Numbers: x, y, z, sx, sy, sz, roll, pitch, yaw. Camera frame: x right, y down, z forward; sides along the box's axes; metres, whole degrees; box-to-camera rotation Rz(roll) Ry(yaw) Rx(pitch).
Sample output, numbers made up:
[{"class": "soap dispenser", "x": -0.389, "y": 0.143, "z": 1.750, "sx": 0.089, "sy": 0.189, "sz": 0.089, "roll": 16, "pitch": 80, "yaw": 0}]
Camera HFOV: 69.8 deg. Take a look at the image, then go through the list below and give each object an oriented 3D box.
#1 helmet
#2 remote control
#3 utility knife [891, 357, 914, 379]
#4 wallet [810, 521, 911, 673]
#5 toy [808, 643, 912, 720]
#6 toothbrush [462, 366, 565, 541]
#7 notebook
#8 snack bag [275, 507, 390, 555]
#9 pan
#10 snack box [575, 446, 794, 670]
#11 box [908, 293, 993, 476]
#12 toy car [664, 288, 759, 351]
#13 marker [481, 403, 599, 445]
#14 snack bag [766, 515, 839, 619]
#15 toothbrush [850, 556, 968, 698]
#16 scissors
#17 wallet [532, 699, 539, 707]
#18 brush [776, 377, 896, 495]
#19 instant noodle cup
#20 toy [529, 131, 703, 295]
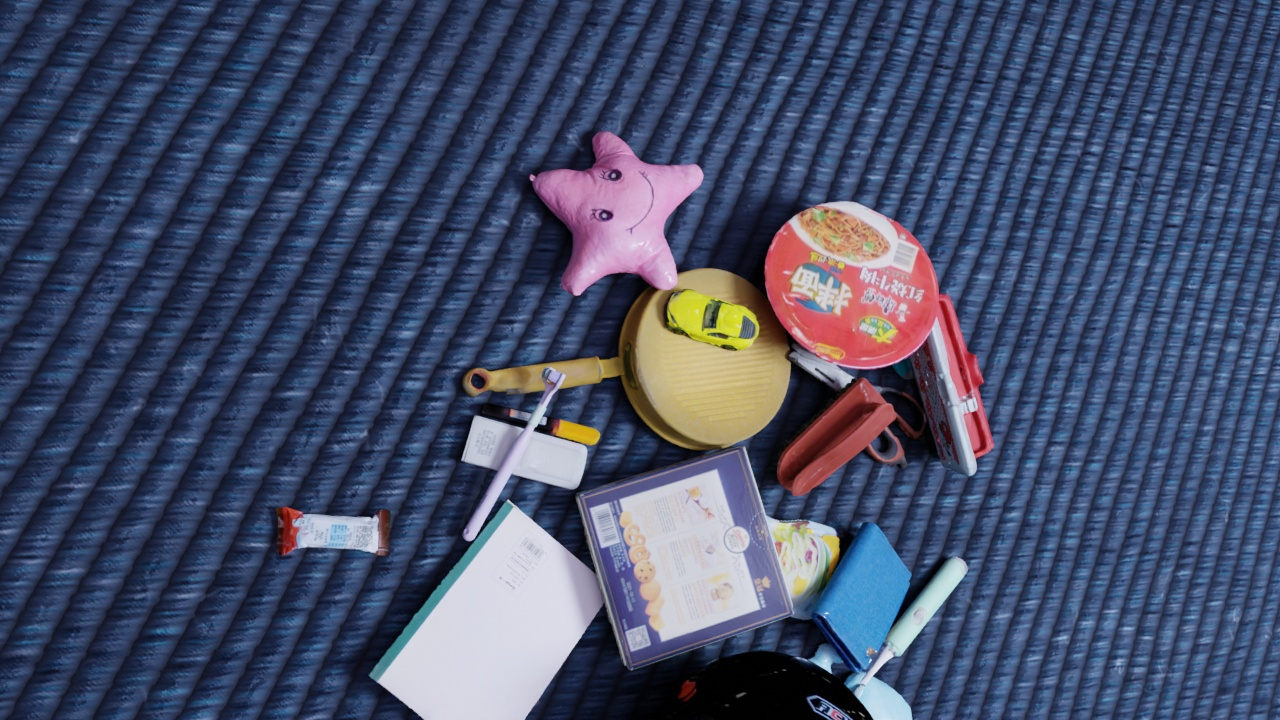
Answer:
[{"class": "helmet", "x": 0.119, "y": 0.386, "z": 0.860, "sx": 0.233, "sy": 0.276, "sz": 0.229, "roll": 37, "pitch": 45, "yaw": 5}, {"class": "remote control", "x": -0.116, "y": 0.095, "z": 0.934, "sx": 0.125, "sy": 0.024, "sz": 0.049, "roll": 17, "pitch": 79, "yaw": -16}, {"class": "utility knife", "x": 0.276, "y": -0.049, "z": 1.086, "sx": 0.029, "sy": 0.013, "sz": 0.179, "roll": -36, "pitch": 98, "yaw": -22}, {"class": "wallet", "x": 0.245, "y": 0.261, "z": 1.012, "sx": 0.132, "sy": 0.040, "sz": 0.106, "roll": -50, "pitch": 117, "yaw": -29}, {"class": "toy", "x": 0.238, "y": 0.393, "z": 1.010, "sx": 0.156, "sy": 0.050, "sz": 0.161, "roll": -1, "pitch": 75, "yaw": -13}, {"class": "toothbrush", "x": -0.127, "y": 0.093, "z": 0.906, "sx": 0.021, "sy": 0.029, "sz": 0.189, "roll": 32, "pitch": 84, "yaw": -49}, {"class": "notebook", "x": -0.140, "y": 0.264, "z": 0.900, "sx": 0.150, "sy": 0.012, "sz": 0.208, "roll": 43, "pitch": 66, "yaw": -11}, {"class": "snack bag", "x": -0.290, "y": 0.162, "z": 0.866, "sx": 0.104, "sy": 0.026, "sz": 0.048, "roll": 2, "pitch": 90, "yaw": -19}, {"class": "pan", "x": -0.006, "y": 0.006, "z": 0.970, "sx": 0.356, "sy": 0.078, "sz": 0.197, "roll": -5, "pitch": 83, "yaw": -26}, {"class": "snack box", "x": 0.044, "y": 0.198, "z": 0.940, "sx": 0.182, "sy": 0.046, "sz": 0.178, "roll": -15, "pitch": 84, "yaw": -11}, {"class": "box", "x": 0.352, "y": 0.026, "z": 1.064, "sx": 0.154, "sy": 0.074, "sz": 0.201, "roll": -17, "pitch": 91, "yaw": -60}, {"class": "toy car", "x": 0.076, "y": -0.043, "z": 0.953, "sx": 0.105, "sy": 0.032, "sz": 0.048, "roll": 16, "pitch": 76, "yaw": -21}, {"class": "marker", "x": -0.102, "y": 0.065, "z": 0.936, "sx": 0.124, "sy": 0.015, "sz": 0.018, "roll": 16, "pitch": 45, "yaw": -12}, {"class": "snack bag", "x": 0.122, "y": 0.208, "z": 0.997, "sx": 0.191, "sy": 0.039, "sz": 0.110, "roll": 20, "pitch": 90, "yaw": -15}, {"class": "toothbrush", "x": 0.300, "y": 0.302, "z": 1.035, "sx": 0.026, "sy": 0.027, "sz": 0.224, "roll": 43, "pitch": 63, "yaw": 15}, {"class": "scissors", "x": 0.244, "y": 0.053, "z": 1.046, "sx": 0.206, "sy": 0.015, "sz": 0.192, "roll": -9, "pitch": 97, "yaw": -25}, {"class": "wallet", "x": -0.161, "y": 0.301, "z": 0.901, "sx": 0.096, "sy": 0.020, "sz": 0.122, "roll": -20, "pitch": 90, "yaw": -25}, {"class": "brush", "x": 0.208, "y": 0.089, "z": 0.998, "sx": 0.146, "sy": 0.069, "sz": 0.063, "roll": -43, "pitch": 109, "yaw": 5}, {"class": "instant noodle cup", "x": 0.221, "y": -0.073, "z": 0.998, "sx": 0.194, "sy": 0.066, "sz": 0.193, "roll": 2, "pitch": 70, "yaw": -7}, {"class": "toy", "x": -0.034, "y": -0.151, "z": 0.957, "sx": 0.178, "sy": 0.075, "sz": 0.194, "roll": 18, "pitch": 70, "yaw": -3}]
